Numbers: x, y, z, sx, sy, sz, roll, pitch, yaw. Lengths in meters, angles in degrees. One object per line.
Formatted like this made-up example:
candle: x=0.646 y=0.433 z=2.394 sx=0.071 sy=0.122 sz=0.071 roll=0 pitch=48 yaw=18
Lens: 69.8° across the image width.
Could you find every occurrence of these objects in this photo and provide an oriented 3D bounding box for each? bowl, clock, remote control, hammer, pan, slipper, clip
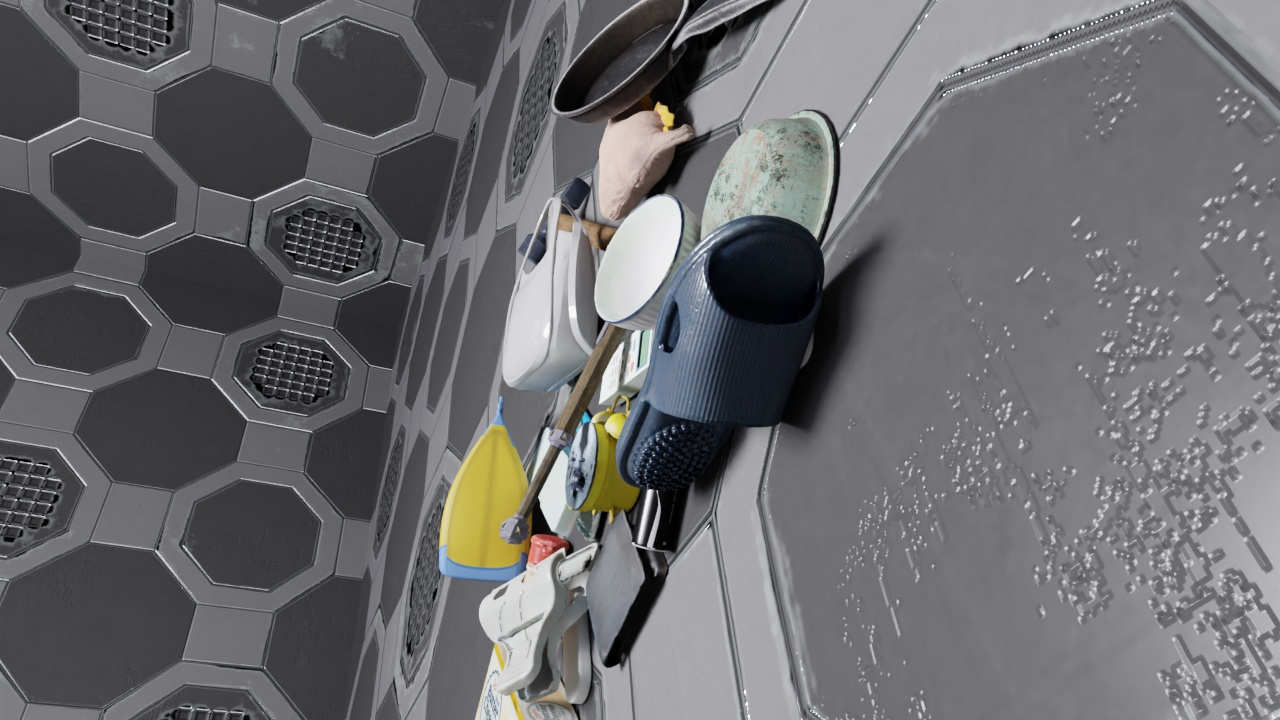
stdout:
bowl: x=0.020 y=-0.074 z=0.777 sx=0.118 sy=0.062 sz=0.117 roll=-36 pitch=41 yaw=39
clock: x=-0.032 y=0.088 z=0.849 sx=0.083 sy=0.057 sz=0.118 roll=178 pitch=104 yaw=-70
remote control: x=-0.005 y=0.005 z=0.879 sx=0.144 sy=0.024 sz=0.049 roll=141 pitch=138 yaw=-63
hammer: x=-0.050 y=0.025 z=0.850 sx=0.316 sy=0.028 sz=0.147 roll=-65 pitch=16 yaw=-19
pan: x=0.028 y=-0.317 z=0.905 sx=0.357 sy=0.055 sz=0.187 roll=9 pitch=61 yaw=53
hammer: x=-0.063 y=-0.156 z=1.104 sx=0.129 sy=0.040 sz=0.322 roll=-55 pitch=25 yaw=-1
slipper: x=0.054 y=0.024 z=0.615 sx=0.264 sy=0.101 sz=0.082 roll=113 pitch=151 yaw=-42
remote control: x=-0.063 y=0.265 z=0.888 sx=0.136 sy=0.013 sz=0.043 roll=-99 pitch=29 yaw=-46
bowl: x=0.086 y=-0.114 z=0.684 sx=0.157 sy=0.038 sz=0.157 roll=-167 pitch=91 yaw=-70
clip: x=-0.108 y=0.241 z=0.868 sx=0.126 sy=0.097 sz=0.152 roll=-38 pitch=19 yaw=37

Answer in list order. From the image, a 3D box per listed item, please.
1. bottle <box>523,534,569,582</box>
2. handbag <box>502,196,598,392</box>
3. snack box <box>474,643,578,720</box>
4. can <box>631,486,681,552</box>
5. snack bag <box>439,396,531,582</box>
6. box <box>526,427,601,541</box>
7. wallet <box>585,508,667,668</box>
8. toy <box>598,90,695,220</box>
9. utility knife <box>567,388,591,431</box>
bottle: x=-0.107 y=0.242 z=0.980 sx=0.044 sy=0.044 sz=0.109 roll=-168 pitch=91 yaw=-71
handbag: x=-0.091 y=-0.086 z=1.039 sx=0.216 sy=0.095 sz=0.222 roll=147 pitch=128 yaw=-60
snack box: x=-0.110 y=0.365 z=0.887 sx=0.208 sy=0.057 sz=0.104 roll=-149 pitch=73 yaw=-69
can: x=0.016 y=0.112 z=0.742 sx=0.031 sy=0.031 sz=0.080 roll=180 pitch=102 yaw=-70
snack bag: x=-0.178 y=0.156 z=1.090 sx=0.159 sy=0.102 sz=0.205 roll=126 pitch=149 yaw=-74
box: x=-0.081 y=0.125 z=0.981 sx=0.199 sy=0.066 sz=0.083 roll=-152 pitch=60 yaw=-73
wallet: x=-0.017 y=0.192 z=0.789 sx=0.089 sy=0.026 sz=0.115 roll=-113 pitch=40 yaw=-56
toy: x=0.007 y=-0.271 z=0.988 sx=0.197 sy=0.065 sz=0.263 roll=-35 pitch=37 yaw=46
utility knife: x=-0.061 y=0.071 z=1.007 sx=0.178 sy=0.015 sz=0.031 roll=-135 pitch=56 yaw=-66
